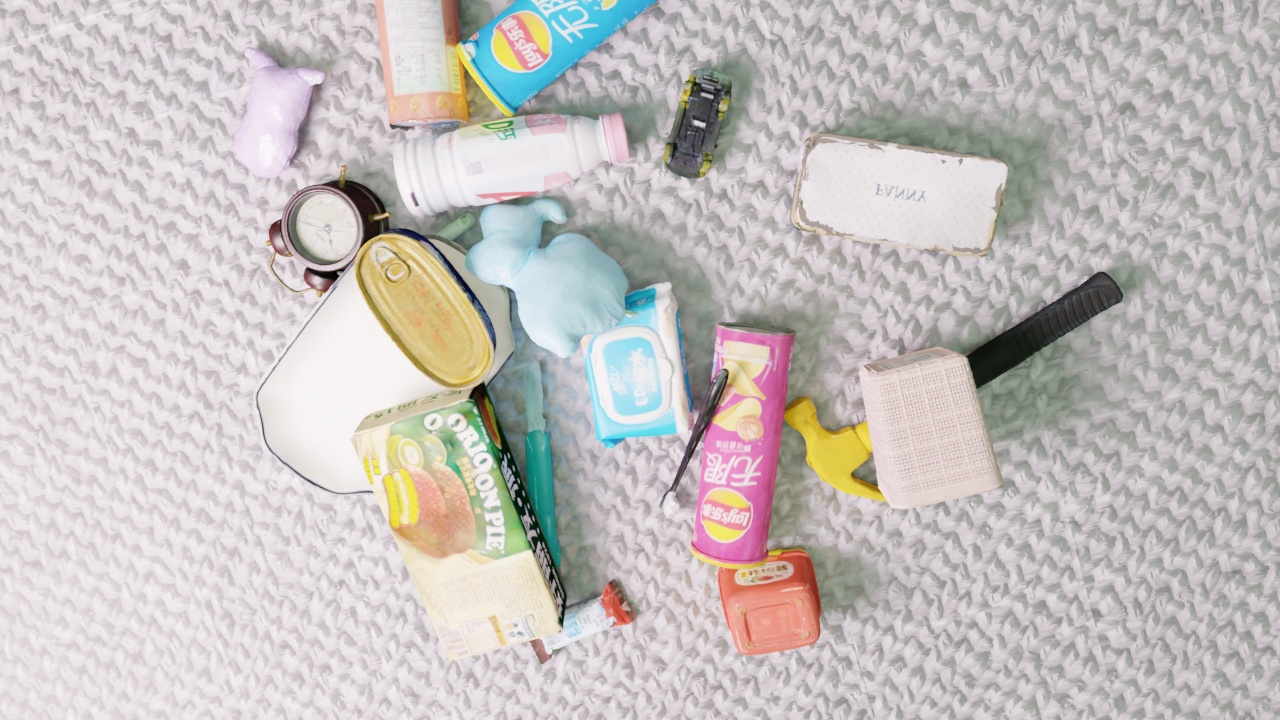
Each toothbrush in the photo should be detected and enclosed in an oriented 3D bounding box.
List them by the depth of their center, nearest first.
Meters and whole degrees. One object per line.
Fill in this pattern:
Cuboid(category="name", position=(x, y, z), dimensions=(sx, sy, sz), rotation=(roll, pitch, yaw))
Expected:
Cuboid(category="toothbrush", position=(0.047, 0.076, 0.805), dimensions=(0.015, 0.018, 0.181), rotation=(-3, 132, -25))
Cuboid(category="toothbrush", position=(-0.228, -0.078, 0.837), dimensions=(0.190, 0.020, 0.029), rotation=(-33, 75, 7))

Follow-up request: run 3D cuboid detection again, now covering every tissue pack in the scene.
Cuboid(category="tissue pack", position=(-0.005, 0.005, 0.813), dimensions=(0.090, 0.063, 0.140), rotation=(-8, 99, 7))

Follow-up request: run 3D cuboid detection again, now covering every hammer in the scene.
Cuboid(category="hammer", position=(0.281, 0.019, 0.810), dimensions=(0.301, 0.032, 0.129), rotation=(-34, 96, 9))

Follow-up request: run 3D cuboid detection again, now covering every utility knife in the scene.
Cuboid(category="utility knife", position=(-0.093, 0.106, 0.863), dimensions=(0.029, 0.013, 0.216), rotation=(-1, 102, 6))

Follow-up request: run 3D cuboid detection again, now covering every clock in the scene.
Cuboid(category="clock", position=(-0.280, -0.110, 0.817), dimensions=(0.122, 0.055, 0.082), rotation=(-42, 95, 11))

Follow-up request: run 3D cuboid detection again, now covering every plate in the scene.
Cuboid(category="plate", position=(-0.230, 0.005, 0.835), dimensions=(0.162, 0.034, 0.266), rotation=(38, 101, -13))

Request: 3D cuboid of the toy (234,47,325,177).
Cuboid(category="toy", position=(-0.328, -0.216, 0.811), dimensions=(0.084, 0.038, 0.108), rotation=(25, 106, 14))

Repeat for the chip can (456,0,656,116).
Cuboid(category="chip can", position=(-0.046, -0.291, 0.746), dimensions=(0.210, 0.071, 0.071), rotation=(-35, 96, 11))

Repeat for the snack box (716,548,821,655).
Cuboid(category="snack box", position=(0.119, 0.223, 0.835), dimensions=(0.091, 0.080, 0.082), rotation=(-12, 99, 6))

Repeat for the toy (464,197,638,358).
Cuboid(category="toy", position=(-0.074, -0.073, 0.779), dimensions=(0.156, 0.050, 0.161), rotation=(10, 58, 5))

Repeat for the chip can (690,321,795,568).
Cuboid(category="chip can", position=(0.091, 0.073, 0.814), dimensions=(0.071, 0.071, 0.210), rotation=(6, 100, 3))

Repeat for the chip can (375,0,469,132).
Cuboid(category="chip can", position=(-0.188, -0.305, 0.768), dimensions=(0.071, 0.071, 0.215), rotation=(-4, 100, 5))

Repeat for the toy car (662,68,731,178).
Cuboid(category="toy car", position=(0.049, -0.201, 0.786), dimensions=(0.043, 0.036, 0.091), rotation=(18, 100, 0))

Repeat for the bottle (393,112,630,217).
Cuboid(category="bottle", position=(-0.108, -0.174, 0.789), dimensions=(0.197, 0.068, 0.068), rotation=(-10, 99, 3))

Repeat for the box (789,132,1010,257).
Cuboid(category="box", position=(0.221, -0.139, 0.775), dimensions=(0.184, 0.061, 0.090), rotation=(11, 101, 0))

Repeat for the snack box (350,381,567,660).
Cuboid(category="snack box", position=(-0.157, 0.146, 0.826), dimensions=(0.114, 0.063, 0.240), rotation=(-17, 107, 6))

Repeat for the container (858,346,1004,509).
Cuboid(category="container", position=(0.234, 0.052, 0.760), dimensions=(0.090, 0.090, 0.111), rotation=(-14, 95, 7))

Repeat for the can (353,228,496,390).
Cuboid(category="can", position=(-0.179, -0.045, 0.779), dimensions=(0.074, 0.049, 0.148), rotation=(-34, 106, 5))

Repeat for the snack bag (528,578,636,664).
Cuboid(category="snack bag", position=(-0.060, 0.251, 0.880), dimensions=(0.104, 0.026, 0.048), rotation=(-28, 91, 9))
